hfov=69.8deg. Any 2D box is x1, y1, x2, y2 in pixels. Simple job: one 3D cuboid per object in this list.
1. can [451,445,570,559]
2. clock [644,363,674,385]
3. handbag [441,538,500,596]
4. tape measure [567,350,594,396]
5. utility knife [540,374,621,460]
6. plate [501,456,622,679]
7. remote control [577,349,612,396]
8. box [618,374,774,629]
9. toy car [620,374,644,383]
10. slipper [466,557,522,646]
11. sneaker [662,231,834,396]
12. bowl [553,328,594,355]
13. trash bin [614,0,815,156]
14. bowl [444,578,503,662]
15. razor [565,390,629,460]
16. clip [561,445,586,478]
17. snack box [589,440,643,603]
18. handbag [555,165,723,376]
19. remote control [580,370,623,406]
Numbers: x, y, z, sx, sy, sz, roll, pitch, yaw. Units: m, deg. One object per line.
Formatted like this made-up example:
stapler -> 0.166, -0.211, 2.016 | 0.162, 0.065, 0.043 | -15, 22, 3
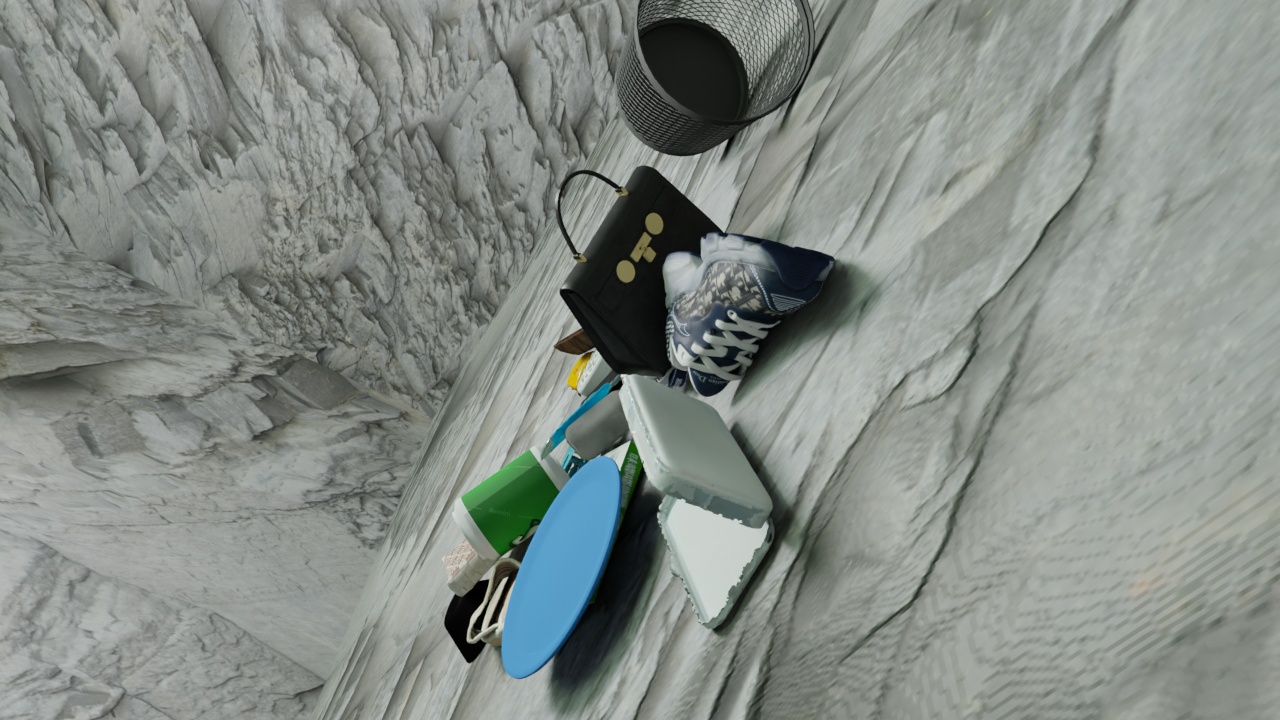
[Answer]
can -> -0.152, 0.173, 1.119 | 0.139, 0.088, 0.088 | -35, 11, -9
clock -> 0.035, -0.023, 1.017 | 0.095, 0.035, 0.122 | -52, 18, 35
handbag -> -0.194, 0.238, 1.270 | 0.185, 0.047, 0.124 | -46, 11, -7
tape measure -> -0.083, 0.019, 1.365 | 0.068, 0.030, 0.059 | -58, 14, -8
utility knife -> -0.059, 0.053, 1.100 | 0.219, 0.015, 0.031 | -42, -23, -50
plate -> -0.070, 0.200, 0.887 | 0.225, 0.024, 0.223 | -53, 20, 28
remote control -> -0.053, 0.000, 1.302 | 0.114, 0.028, 0.060 | -59, 15, 13
box -> 0.023, 0.096, 0.702 | 0.129, 0.105, 0.210 | -64, 13, 7
toy car -> -0.006, 0.007, 1.100 | 0.113, 0.039, 0.039 | -65, 14, -8
slipper -> -0.163, 0.284, 1.084 | 0.114, 0.052, 0.264 | -67, 8, -23
sneaker -> 0.079, -0.033, 0.803 | 0.270, 0.103, 0.132 | 175, 106, -74
bowl -> -0.070, -0.038, 1.363 | 0.119, 0.032, 0.119 | -30, 6, 3
trash bin -> 0.078, -0.384, 1.184 | 0.217, 0.217, 0.227 | -64, 10, -7
bowl -> -0.235, 0.345, 1.258 | 0.124, 0.052, 0.123 | -56, 15, 24
razor -> -0.049, 0.089, 1.081 | 0.088, 0.047, 0.116 | -39, -10, -20
clip -> -0.072, 0.110, 1.177 | 0.120, 0.033, 0.122 | -38, 28, 51
snack box -> -0.051, 0.176, 0.972 | 0.132, 0.027, 0.167 | -36, 31, 63
handbag -> -0.017, -0.113, 0.927 | 0.072, 0.196, 0.175 | 3, 55, 46
remote control -> -0.052, 0.045, 1.243 | 0.150, 0.013, 0.034 | -45, 22, 52
